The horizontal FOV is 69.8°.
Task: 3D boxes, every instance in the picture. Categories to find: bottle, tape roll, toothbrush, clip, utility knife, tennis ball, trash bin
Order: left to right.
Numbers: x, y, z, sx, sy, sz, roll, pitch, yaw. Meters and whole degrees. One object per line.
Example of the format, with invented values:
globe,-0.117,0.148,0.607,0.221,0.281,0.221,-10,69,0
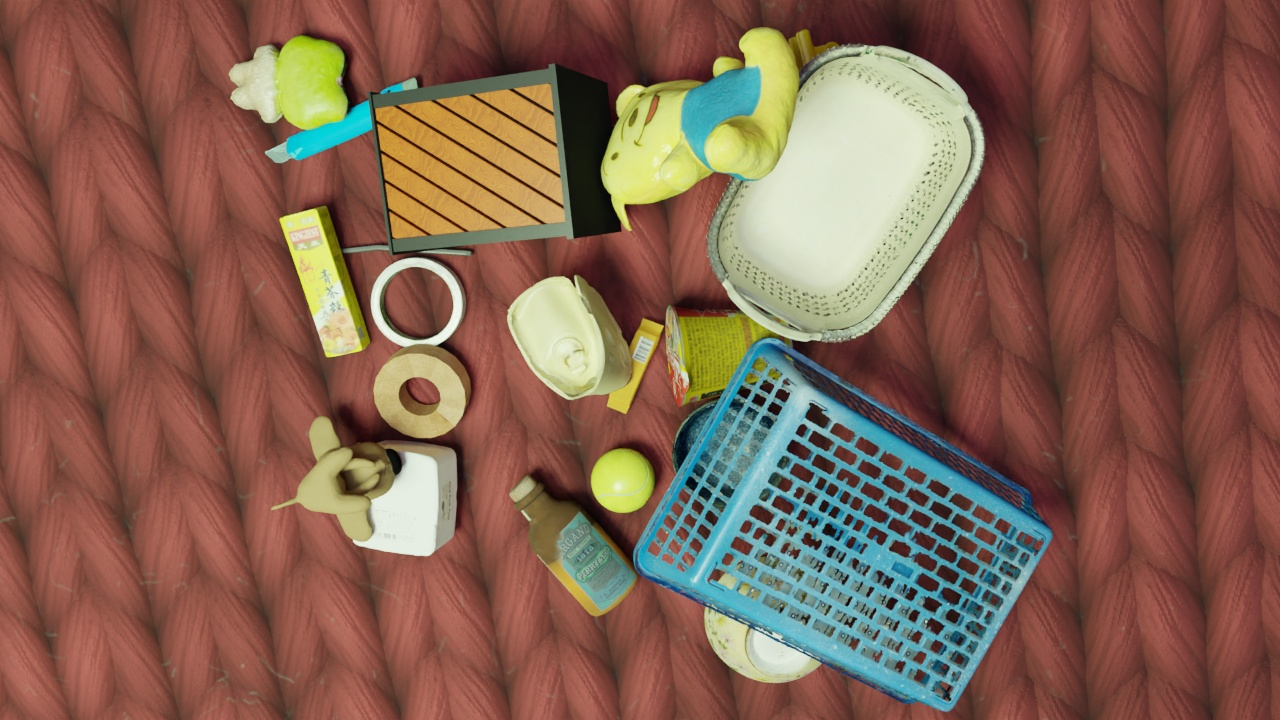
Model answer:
utility knife,-0.296,-0.235,0.914,0.175,0.015,0.031,-20,95,7
toothbrush,-0.254,-0.113,0.934,0.167,0.013,0.013,4,91,2
tape roll,-0.227,-0.059,0.939,0.094,0.018,0.094,0,99,2
tape roll,-0.223,0.032,0.939,0.094,0.027,0.094,1,112,2
trash bin,-0.125,-0.177,0.835,0.172,0.139,0.140,-3,99,16
bottle,-0.075,0.185,0.948,0.068,0.067,0.157,-40,96,8
tennis ball,-0.018,0.122,0.936,0.065,0.065,0.065,0,99,2
clip,0.168,-0.291,0.883,0.048,0.046,0.054,-11,100,40

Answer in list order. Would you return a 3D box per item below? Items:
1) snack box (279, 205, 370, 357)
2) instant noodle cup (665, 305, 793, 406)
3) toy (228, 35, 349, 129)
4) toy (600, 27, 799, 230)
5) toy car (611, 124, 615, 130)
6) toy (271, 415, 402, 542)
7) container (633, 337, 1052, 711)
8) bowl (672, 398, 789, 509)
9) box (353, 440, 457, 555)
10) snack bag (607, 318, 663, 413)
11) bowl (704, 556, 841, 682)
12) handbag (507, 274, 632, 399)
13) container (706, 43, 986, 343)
snack box,-0.316,-0.078,0.923,0.040,0.029,0.148,-12,107,5
instant noodle cup,0.086,-0.011,0.902,0.112,0.100,0.100,-7,99,-6
toy,-0.343,-0.269,0.895,0.118,0.043,0.092,-3,91,5
toy,0.044,-0.189,0.776,0.084,0.214,0.148,37,66,-28
toy car,-0.024,-0.203,0.897,0.113,0.040,0.048,-21,91,23
toy,-0.285,0.115,0.875,0.106,0.108,0.134,-20,91,-1
container,0.208,0.172,0.867,0.362,0.089,0.257,29,91,-16
bowl,0.090,0.088,0.928,0.114,0.060,0.114,1,101,4
box,-0.240,0.138,0.965,0.102,0.095,0.107,5,96,15
snack bag,-0.006,0.006,0.939,0.026,0.020,0.099,23,100,4
bowl,0.142,0.282,0.957,0.145,0.063,0.145,0,99,0
handbag,-0.061,-0.018,0.883,0.081,0.119,0.111,-32,82,6
container,0.177,-0.151,0.833,0.185,0.143,0.252,29,107,-4
